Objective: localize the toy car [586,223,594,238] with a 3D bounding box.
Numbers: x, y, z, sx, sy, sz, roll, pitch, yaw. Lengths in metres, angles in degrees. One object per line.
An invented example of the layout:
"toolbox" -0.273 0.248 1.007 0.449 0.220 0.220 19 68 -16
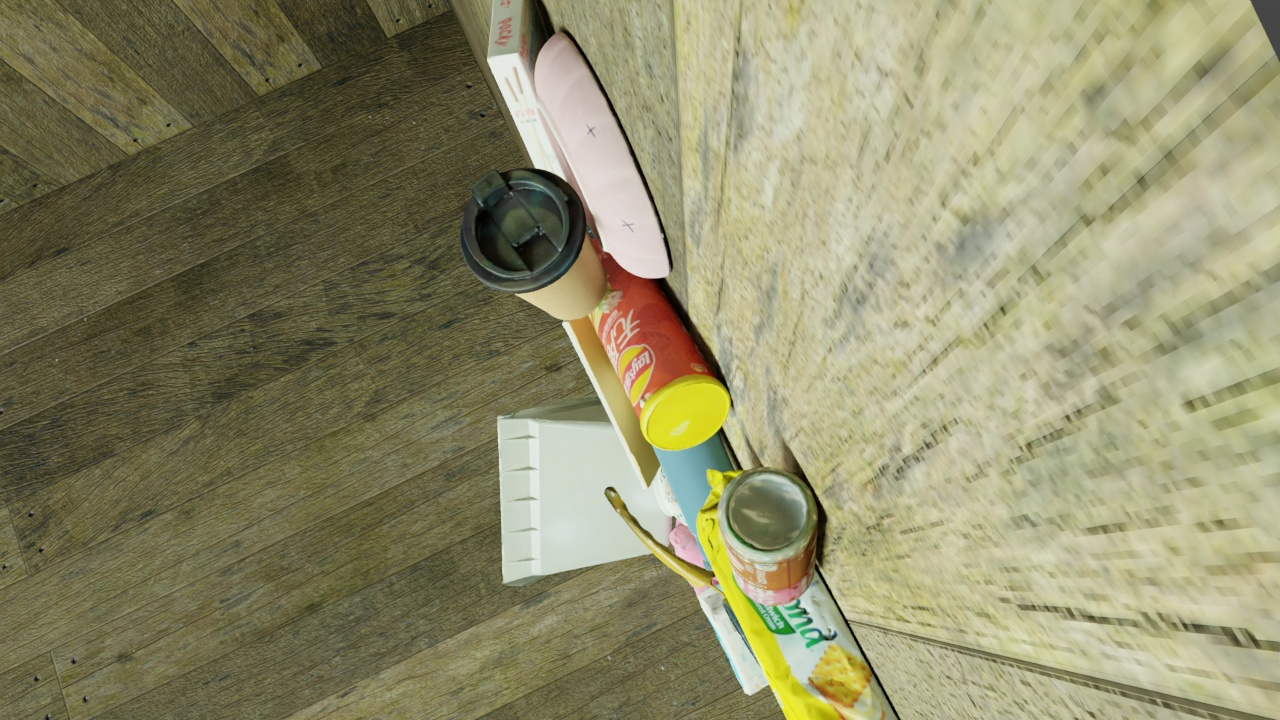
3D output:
"toy car" -0.044 -0.118 0.941 0.036 0.054 0.121 60 177 30

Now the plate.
"plate" -0.035 -0.143 0.681 0.192 0.039 0.192 153 92 -87

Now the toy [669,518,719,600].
"toy" 0.079 0.207 1.115 0.194 0.075 0.178 -11 -95 -70

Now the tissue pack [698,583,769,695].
"tissue pack" 0.130 0.300 1.036 0.140 0.090 0.063 65 173 -15

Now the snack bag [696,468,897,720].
"snack bag" 0.117 0.210 0.714 0.246 0.068 0.158 62 177 25

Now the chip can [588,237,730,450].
"chip can" 0.002 -0.022 0.759 0.216 0.073 0.073 -118 3 -47

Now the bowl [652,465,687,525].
"bowl" 0.052 0.140 1.028 0.113 0.062 0.113 58 -161 -34

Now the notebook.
"notebook" -0.005 0.005 0.922 0.206 0.010 0.145 66 -145 -29

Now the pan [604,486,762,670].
"pan" 0.092 0.256 0.915 0.357 0.078 0.198 55 171 12

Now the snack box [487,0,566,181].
"snack box" -0.086 -0.223 0.752 0.157 0.027 0.084 67 -160 -61

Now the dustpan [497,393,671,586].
"dustpan" -0.046 0.138 1.135 0.142 0.257 0.223 -118 28 -69

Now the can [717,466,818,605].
"can" 0.083 0.116 0.586 0.147 0.058 0.058 69 175 -63

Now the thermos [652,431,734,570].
"thermos" 0.052 0.092 0.866 0.070 0.070 0.220 95 151 -85

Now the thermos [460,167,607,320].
"thermos" -0.072 -0.080 0.691 0.093 0.093 0.143 64 -175 18
